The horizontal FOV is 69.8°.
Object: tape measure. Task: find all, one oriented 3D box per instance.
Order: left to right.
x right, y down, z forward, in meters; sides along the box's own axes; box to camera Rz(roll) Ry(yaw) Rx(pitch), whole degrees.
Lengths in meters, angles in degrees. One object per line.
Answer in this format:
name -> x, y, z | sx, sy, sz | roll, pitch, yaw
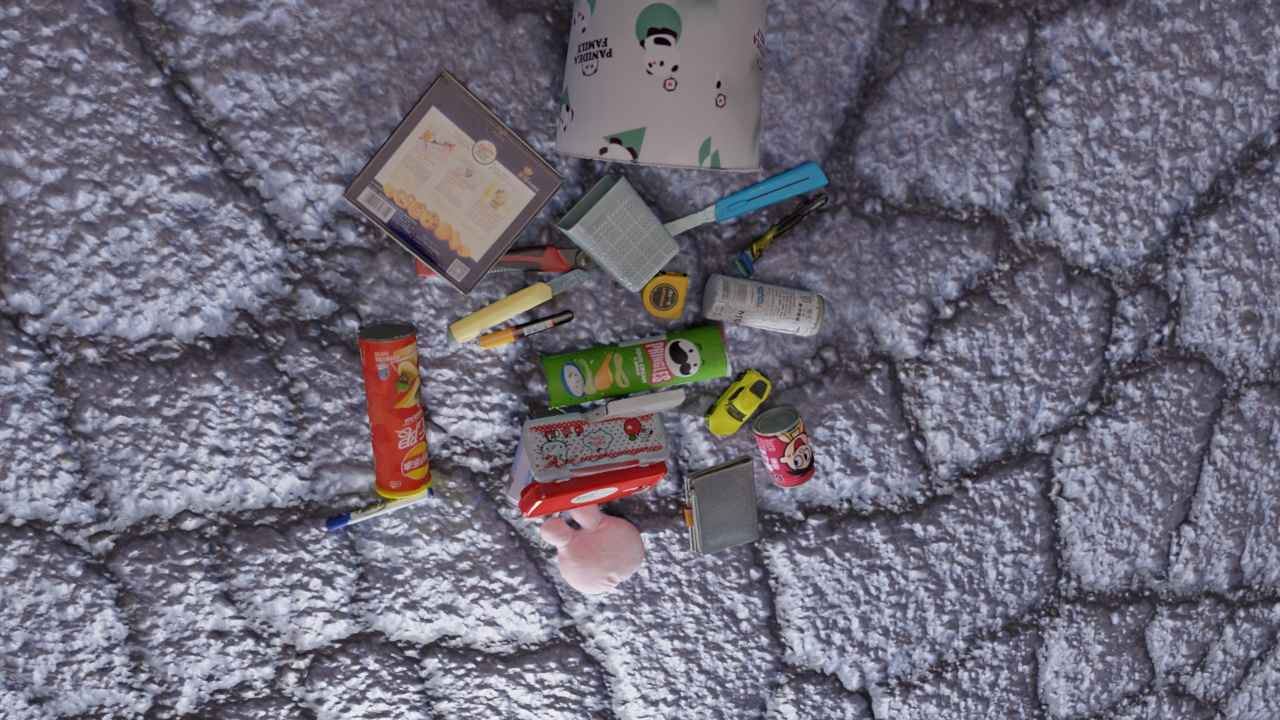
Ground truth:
tape measure -> 0.029, -0.084, 1.150 | 0.057, 0.029, 0.060 | 6, 112, -11

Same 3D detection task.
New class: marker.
marker -> -0.346, 0.197, 1.220 | 0.146, 0.017, 0.017 | -18, 114, 0
marker -> -0.143, -0.039, 1.153 | 0.124, 0.015, 0.018 | -18, 115, -3

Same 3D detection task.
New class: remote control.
remote control -> -0.002, 0.057, 1.168 | 0.124, 0.049, 0.024 | -9, 79, -32

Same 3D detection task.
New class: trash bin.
trash bin -> 0.027, -0.333, 0.949 | 0.229, 0.229, 0.252 | 2, 106, -9

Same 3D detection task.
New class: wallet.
wallet -> 0.111, 0.202, 1.277 | 0.106, 0.037, 0.130 | -14, 115, -14

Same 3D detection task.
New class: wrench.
wrench -> -0.135, -0.118, 1.120 | 0.273, 0.016, 0.056 | 1, 112, -9

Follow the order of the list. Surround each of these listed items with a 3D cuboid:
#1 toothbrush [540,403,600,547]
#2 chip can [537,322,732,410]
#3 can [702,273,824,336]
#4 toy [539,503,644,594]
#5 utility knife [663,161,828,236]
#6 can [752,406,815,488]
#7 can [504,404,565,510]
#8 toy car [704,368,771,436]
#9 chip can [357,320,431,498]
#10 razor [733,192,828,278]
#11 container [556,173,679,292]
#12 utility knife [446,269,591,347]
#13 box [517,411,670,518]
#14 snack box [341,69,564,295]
toothbrush -> -0.094, 0.160, 1.235 | 0.026, 0.027, 0.225 | 29, 109, 19
chip can -> -0.007, 0.007, 1.160 | 0.236, 0.072, 0.072 | -10, 113, -3
can -> 0.154, -0.069, 1.157 | 0.146, 0.058, 0.058 | 10, 111, -12
toy -> -0.066, 0.252, 1.260 | 0.121, 0.054, 0.159 | -35, 119, -2
utility knife -> 0.115, -0.190, 1.125 | 0.234, 0.018, 0.034 | -21, 114, 2
can -> 0.195, 0.118, 1.237 | 0.066, 0.066, 0.094 | -21, 114, 1
can -> -0.138, 0.128, 1.201 | 0.053, 0.053, 0.135 | 14, 110, -13
toy car -> 0.131, 0.060, 1.223 | 0.048, 0.032, 0.105 | 36, 105, -20
chip can -> -0.304, 0.061, 1.141 | 0.073, 0.073, 0.217 | -2, 112, -7
razor -> 0.174, -0.162, 1.142 | 0.143, 0.022, 0.042 | -40, 145, 5
container -> -0.023, -0.148, 1.074 | 0.090, 0.090, 0.111 | -46, 109, -1
utility knife -> -0.154, -0.067, 1.130 | 0.202, 0.021, 0.031 | -22, 117, 13
box -> -0.064, 0.125, 1.185 | 0.201, 0.100, 0.110 | -7, 154, -32
snack box -> -0.211, -0.200, 1.049 | 0.178, 0.045, 0.183 | 40, 100, -16
